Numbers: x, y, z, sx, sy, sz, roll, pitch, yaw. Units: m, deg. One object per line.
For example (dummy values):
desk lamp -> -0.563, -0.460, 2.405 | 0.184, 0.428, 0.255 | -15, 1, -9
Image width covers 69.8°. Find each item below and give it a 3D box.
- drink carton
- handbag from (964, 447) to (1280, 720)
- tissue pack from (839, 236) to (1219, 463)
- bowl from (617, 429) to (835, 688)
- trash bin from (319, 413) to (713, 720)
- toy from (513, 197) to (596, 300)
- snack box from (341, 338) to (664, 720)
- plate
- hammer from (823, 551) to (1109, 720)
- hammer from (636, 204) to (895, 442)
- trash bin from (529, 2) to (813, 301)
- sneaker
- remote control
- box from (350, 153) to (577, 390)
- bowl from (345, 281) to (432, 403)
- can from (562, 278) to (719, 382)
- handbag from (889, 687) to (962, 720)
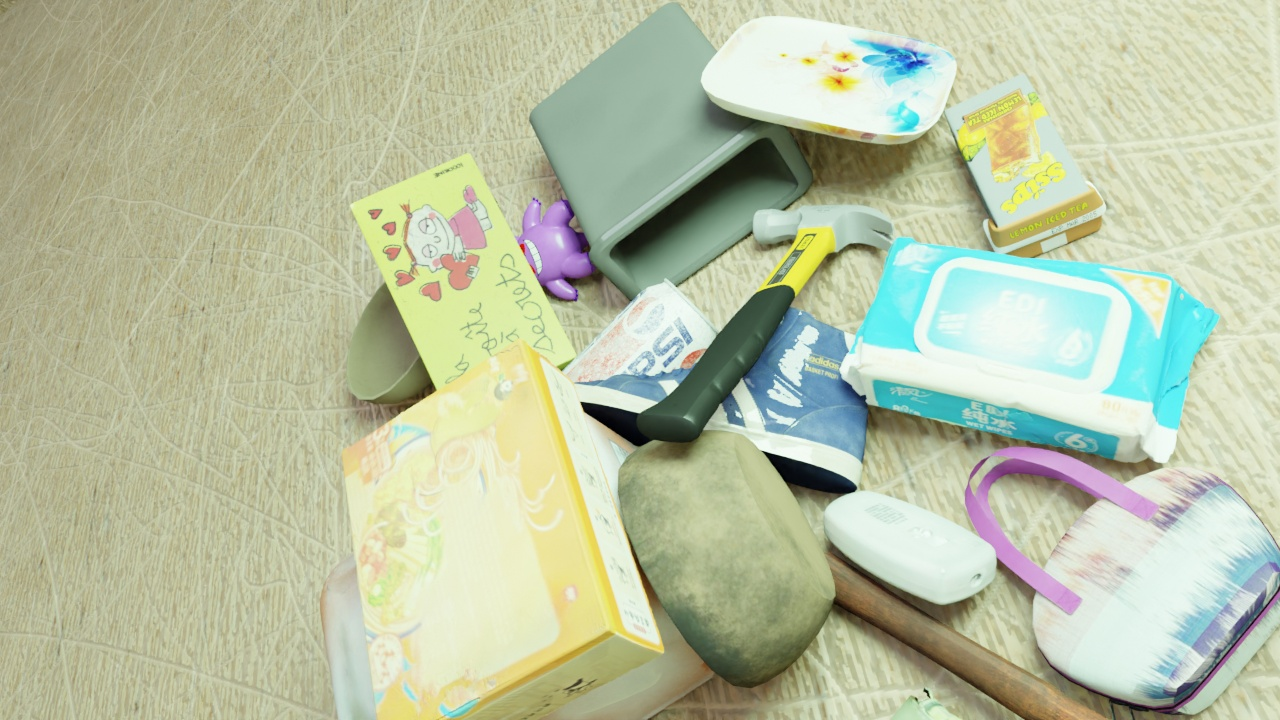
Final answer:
drink carton -> 0.276, -0.139, 0.668 | 0.076, 0.048, 0.124 | -23, 54, 20
handbag -> 0.264, 0.111, 0.532 | 0.144, 0.068, 0.170 | -52, 42, 3
tissue pack -> 0.245, -0.010, 0.592 | 0.209, 0.066, 0.116 | 15, 70, 26
bowl -> 0.060, 0.112, 0.571 | 0.070, 0.162, 0.162 | -33, 51, 14
trash bin -> -0.084, 0.177, 0.653 | 0.260, 0.157, 0.181 | -37, 50, 11
toy -> -0.087, -0.103, 0.877 | 0.088, 0.055, 0.106 | -23, 89, 19
snack box -> -0.085, 0.110, 0.535 | 0.145, 0.080, 0.195 | -32, 52, 12
plate -> 0.154, -0.228, 0.744 | 0.187, 0.016, 0.186 | 17, 44, 15
hammer -> 0.213, 0.186, 0.510 | 0.028, 0.111, 0.301 | -19, 28, -33
hammer -> 0.089, -0.040, 0.634 | 0.127, 0.029, 0.322 | 1, 30, 30
trash bin -> 0.017, -0.193, 0.835 | 0.192, 0.097, 0.219 | -35, 50, 11
sneaker -> 0.057, 0.008, 0.674 | 0.233, 0.091, 0.118 | 13, 70, 16
remote control -> 0.166, 0.115, 0.582 | 0.060, 0.028, 0.114 | -17, 21, -29
box -> -0.154, -0.057, 0.812 | 0.124, 0.082, 0.221 | -24, 71, -9
bowl -> -0.228, -0.022, 0.916 | 0.153, 0.050, 0.152 | -24, 52, 34
can -> -0.004, 0.004, 0.749 | 0.136, 0.078, 0.078 | -45, 50, 3
handbag -> 0.171, 0.260, 0.467 | 0.113, 0.117, 0.186 | -52, 48, -3
